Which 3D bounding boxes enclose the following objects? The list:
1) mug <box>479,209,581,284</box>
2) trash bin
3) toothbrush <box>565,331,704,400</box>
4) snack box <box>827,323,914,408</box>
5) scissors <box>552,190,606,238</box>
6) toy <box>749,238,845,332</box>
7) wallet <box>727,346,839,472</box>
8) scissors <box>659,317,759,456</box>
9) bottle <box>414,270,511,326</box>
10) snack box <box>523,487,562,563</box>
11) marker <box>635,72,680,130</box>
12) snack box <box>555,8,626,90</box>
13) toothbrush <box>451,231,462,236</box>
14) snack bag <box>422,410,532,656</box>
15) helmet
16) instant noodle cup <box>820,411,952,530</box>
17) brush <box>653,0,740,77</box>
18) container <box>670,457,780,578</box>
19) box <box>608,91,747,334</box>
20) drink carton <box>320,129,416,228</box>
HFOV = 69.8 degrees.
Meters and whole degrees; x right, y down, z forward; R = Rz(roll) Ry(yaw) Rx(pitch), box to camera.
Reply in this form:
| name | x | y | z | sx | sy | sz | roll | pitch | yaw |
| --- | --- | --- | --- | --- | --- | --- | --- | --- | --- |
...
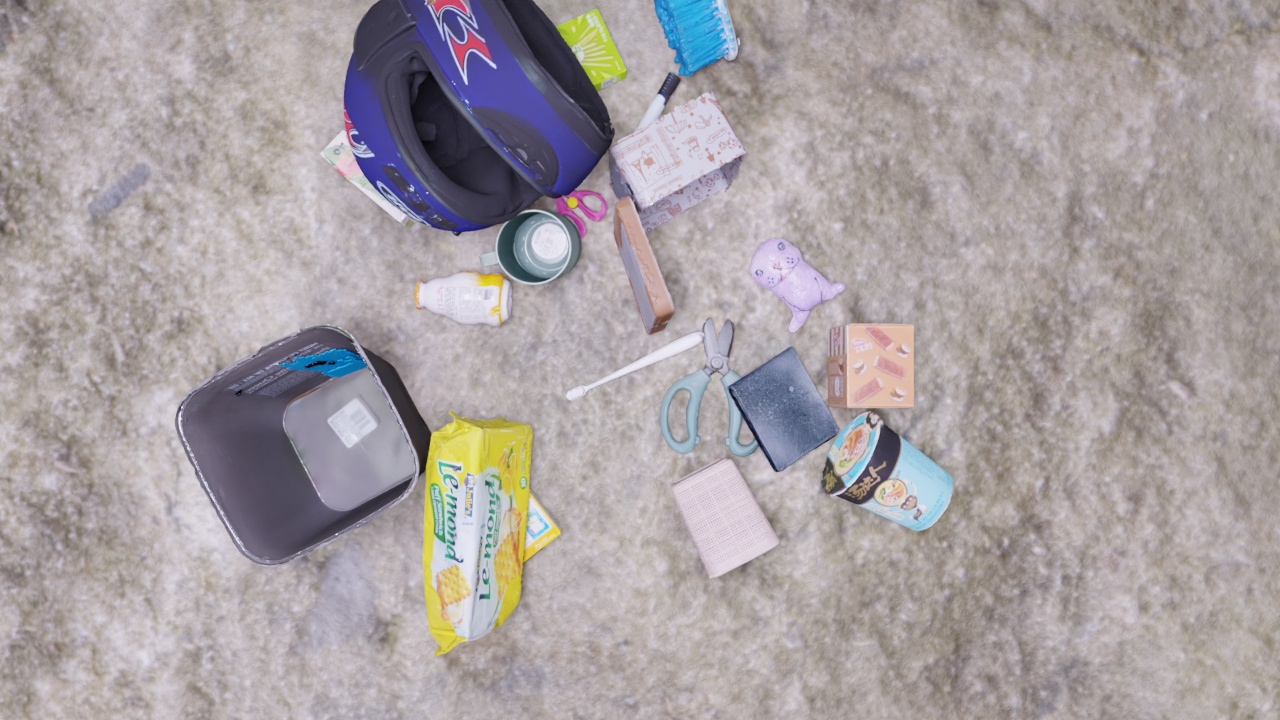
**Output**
| name | x | y | z | sx | sy | sz | roll | pitch | yaw |
| --- | --- | --- | --- | --- | --- | --- | --- | --- | --- |
| mug | -0.126 | -0.127 | 1.048 | 0.112 | 0.106 | 0.082 | -14 | 98 | 6 |
| trash bin | -0.333 | 0.083 | 0.984 | 0.199 | 0.220 | 0.198 | -28 | 90 | -2 |
| toothbrush | -0.006 | 0.006 | 1.088 | 0.180 | 0.016 | 0.016 | -24 | 88 | 2 |
| snack box | 0.265 | 0.007 | 1.062 | 0.077 | 0.093 | 0.094 | 0 | 88 | -2 |
| scissors | -0.108 | -0.200 | 1.102 | 0.137 | 0.017 | 0.072 | 37 | 96 | 4 |
| toy | 0.176 | -0.096 | 1.091 | 0.108 | 0.039 | 0.084 | 45 | 99 | -1 |
| wallet | 0.171 | 0.058 | 1.086 | 0.097 | 0.019 | 0.121 | -31 | 93 | -15 |
| scissors | 0.104 | 0.036 | 1.096 | 0.161 | 0.019 | 0.179 | 19 | 87 | 0 |
| bottle | -0.206 | -0.073 | 1.069 | 0.108 | 0.063 | 0.063 | 3 | 88 | -2 |
| snack box | -0.168 | 0.173 | 1.078 | 0.087 | 0.034 | 0.140 | -38 | 91 | -2 |
| marker | 0.011 | -0.287 | 1.102 | 0.018 | 0.023 | 0.130 | 30 | 86 | -29 |
| snack box | -0.104 | -0.348 | 1.099 | 0.156 | 0.026 | 0.086 | -24 | 88 | -1 |
| toothbrush | -0.162 | -0.220 | 1.096 | 0.017 | 0.012 | 0.186 | 43 | 91 | 14 |
| snack bag | -0.177 | 0.176 | 0.988 | 0.068 | 0.158 | 0.246 | 3 | 88 | 14 |
| helmet | -0.179 | -0.249 | 0.940 | 0.241 | 0.315 | 0.247 | -38 | 131 | 15 |
| instant noodle cup | 0.289 | 0.134 | 1.057 | 0.120 | 0.111 | 0.111 | 30 | 88 | -8 |
| brush | 0.054 | -0.497 | 1.097 | 0.109 | 0.060 | 0.314 | -17 | 86 | -7 |
| container | 0.092 | 0.177 | 1.057 | 0.090 | 0.090 | 0.111 | -27 | 86 | -2 |
| box | 0.050 | -0.162 | 1.021 | 0.157 | 0.180 | 0.217 | -19 | 86 | -4 |
| drink carton | -0.309 | -0.212 | 1.077 | 0.122 | 0.053 | 0.045 | 40 | 87 | 0 |
